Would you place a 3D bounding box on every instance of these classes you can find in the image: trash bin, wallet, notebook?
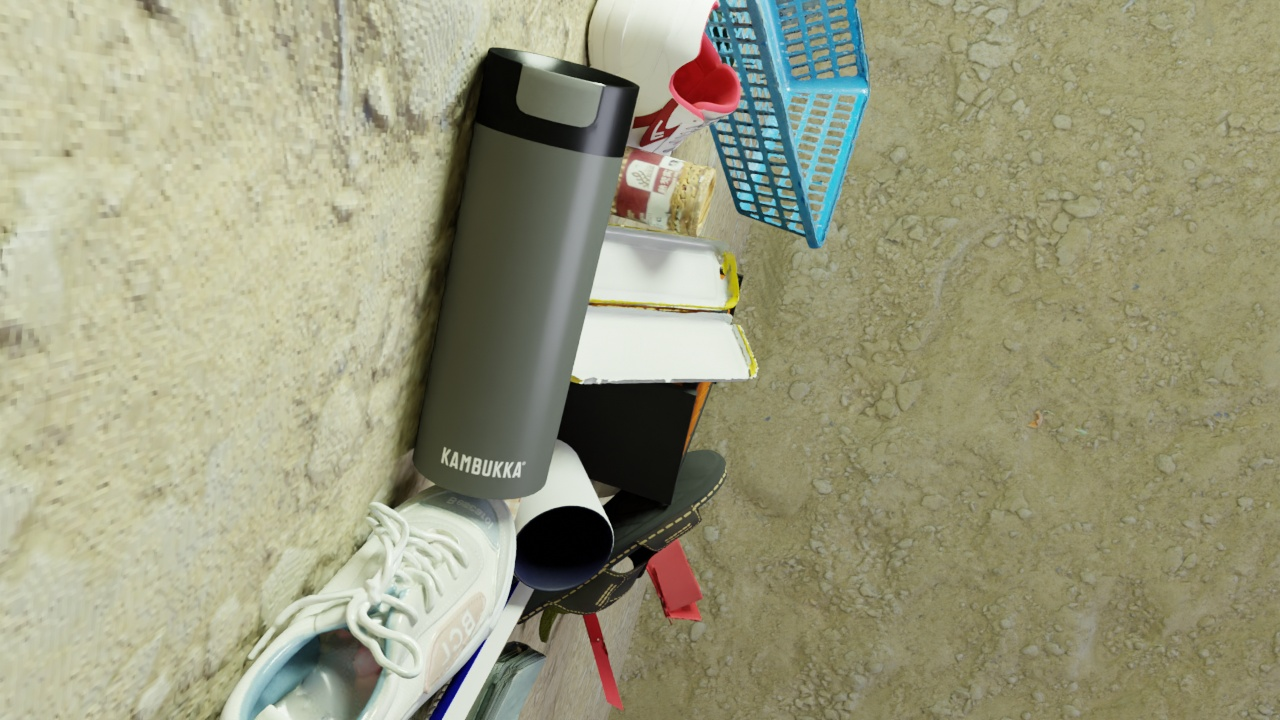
[{"bbox_3d":[-0.005,0.005,0.842,0.171,0.140,0.140,-64,168,-46],"label":"trash bin"},{"bbox_3d":[-0.149,0.350,0.912,0.100,0.054,0.131,29,80,-72],"label":"wallet"},{"bbox_3d":[-0.139,0.255,0.715,0.172,0.022,0.208,-57,-178,34],"label":"notebook"}]

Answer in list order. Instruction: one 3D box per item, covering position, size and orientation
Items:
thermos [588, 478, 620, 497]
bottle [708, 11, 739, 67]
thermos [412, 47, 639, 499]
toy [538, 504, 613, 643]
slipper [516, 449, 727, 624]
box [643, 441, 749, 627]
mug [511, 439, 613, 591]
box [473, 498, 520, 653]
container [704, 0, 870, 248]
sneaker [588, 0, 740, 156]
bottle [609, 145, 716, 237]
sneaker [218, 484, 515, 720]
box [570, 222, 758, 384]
[{"bbox_3d":[-0.038,0.095,1.008,0.220,0.099,0.099,56,51,-85],"label":"thermos"},{"bbox_3d":[0.056,-0.307,0.883,0.131,0.061,0.061,-54,157,-66],"label":"bottle"},{"bbox_3d":[-0.068,-0.047,0.520,0.082,0.082,0.241,-48,154,-71],"label":"thermos"},{"bbox_3d":[-0.072,0.239,1.098,0.152,0.078,0.180,-55,163,-62],"label":"toy"},{"bbox_3d":[-0.020,0.182,0.891,0.268,0.076,0.112,-37,-160,13],"label":"slipper"},{"bbox_3d":[0.016,0.215,1.212,0.165,0.153,0.214,-58,-149,26],"label":"box"},{"bbox_3d":[-0.084,0.127,0.709,0.112,0.078,0.097,-40,-148,3],"label":"mug"},{"bbox_3d":[-0.120,0.122,0.674,0.042,0.083,0.187,15,95,-37],"label":"box"},{"bbox_3d":[0.115,-0.309,0.813,0.256,0.089,0.362,-67,148,-32],"label":"container"},{"bbox_3d":[0.025,-0.206,0.733,0.237,0.104,0.090,88,21,-67],"label":"sneaker"},{"bbox_3d":[0.002,-0.136,0.719,0.056,0.105,0.056,18,89,-82],"label":"bottle"},{"bbox_3d":[-0.123,0.128,0.468,0.091,0.089,0.241,-60,177,34],"label":"sneaker"},{"bbox_3d":[0.011,-0.043,0.716,0.209,0.036,0.129,1,73,-44],"label":"box"}]
